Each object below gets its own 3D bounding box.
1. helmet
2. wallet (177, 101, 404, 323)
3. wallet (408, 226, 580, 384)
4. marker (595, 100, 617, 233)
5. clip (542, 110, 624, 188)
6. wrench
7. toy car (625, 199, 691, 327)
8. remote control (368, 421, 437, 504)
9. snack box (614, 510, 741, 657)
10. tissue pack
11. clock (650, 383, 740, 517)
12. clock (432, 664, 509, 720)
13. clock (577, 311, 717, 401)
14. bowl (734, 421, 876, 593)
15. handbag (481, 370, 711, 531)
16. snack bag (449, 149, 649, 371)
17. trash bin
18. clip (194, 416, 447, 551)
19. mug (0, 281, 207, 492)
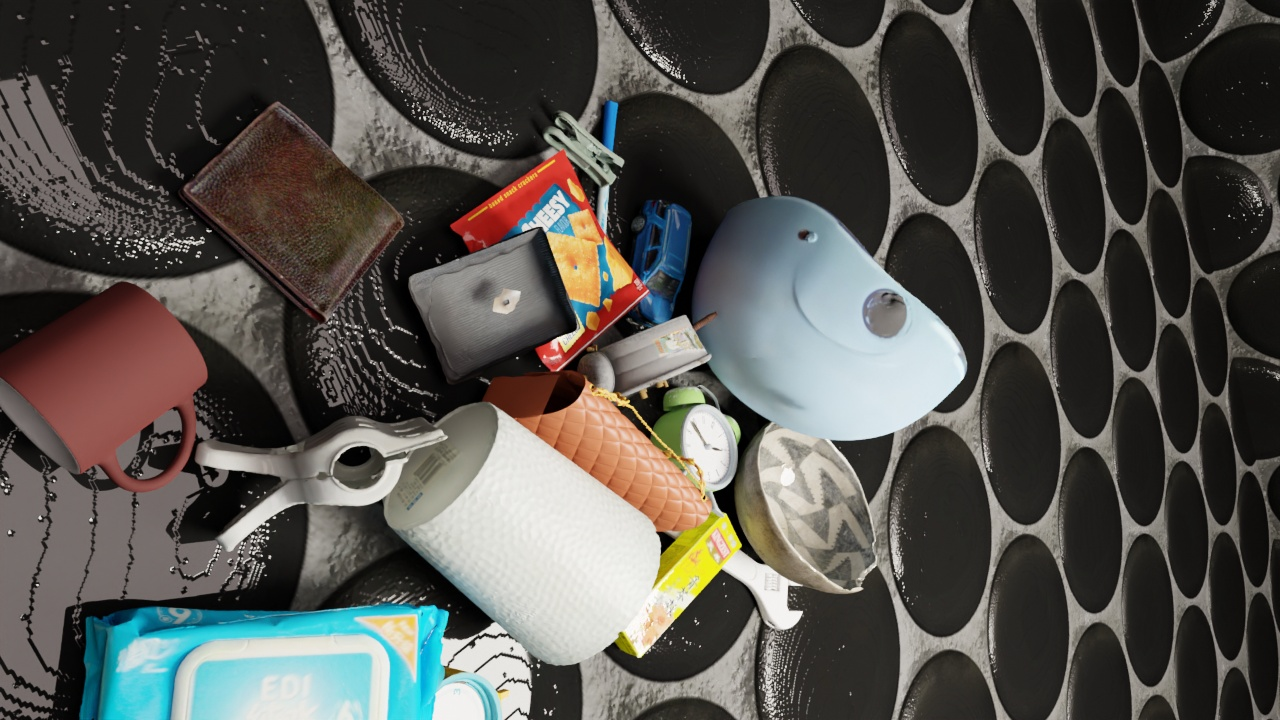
[{"bbox_3d":[0.160,-0.018,0.852,0.265,0.225,0.166,35,83,-2],"label":"helmet"},{"bbox_3d":[-0.231,-0.100,0.618,0.120,0.031,0.099,47,53,-26],"label":"wallet"},{"bbox_3d":[-0.111,-0.042,0.702,0.114,0.026,0.089,-24,105,-17],"label":"wallet"},{"bbox_3d":[-0.032,-0.165,0.826,0.013,0.013,0.141,13,76,-42],"label":"marker"},{"bbox_3d":[-0.051,-0.183,0.796,0.076,0.023,0.045,37,65,-24],"label":"clip"},{"bbox_3d":[0.076,0.184,0.883,0.273,0.018,0.066,39,60,-32],"label":"wrench"},{"bbox_3d":[0.016,-0.090,0.840,0.056,0.044,0.120,24,71,-42],"label":"toy car"},{"bbox_3d":[-0.138,0.068,0.696,0.135,0.011,0.050,-17,97,-44],"label":"remote control"},{"bbox_3d":[0.030,0.195,0.815,0.147,0.029,0.040,-40,113,-30],"label":"snack box"},{"bbox_3d":[-0.215,0.205,0.546,0.209,0.066,0.117,7,75,-31],"label":"tissue pack"},{"bbox_3d":[0.051,0.076,0.848,0.094,0.043,0.119,43,49,-31],"label":"clock"},{"bbox_3d":[-0.147,0.260,0.644,0.129,0.044,0.099,27,67,-46],"label":"clock"},{"bbox_3d":[-0.005,0.005,0.773,0.147,0.104,0.056,-21,90,-38],"label":"clock"},{"bbox_3d":[0.147,0.149,0.902,0.178,0.081,0.178,31,42,-33],"label":"bowl"},{"bbox_3d":[-0.030,0.070,0.718,0.172,0.109,0.060,47,52,-36],"label":"handbag"},{"bbox_3d":[-0.070,-0.081,0.757,0.130,0.039,0.144,-43,109,-33],"label":"snack bag"},{"bbox_3d":[-0.086,0.118,0.652,0.161,0.134,0.133,46,56,-31],"label":"trash bin"},{"bbox_3d":[-0.196,0.066,0.574,0.144,0.125,0.075,-18,93,-19],"label":"clip"},{"bbox_3d":[-0.290,0.021,0.511,0.082,0.073,0.106,-47,113,-37],"label":"mug"}]
